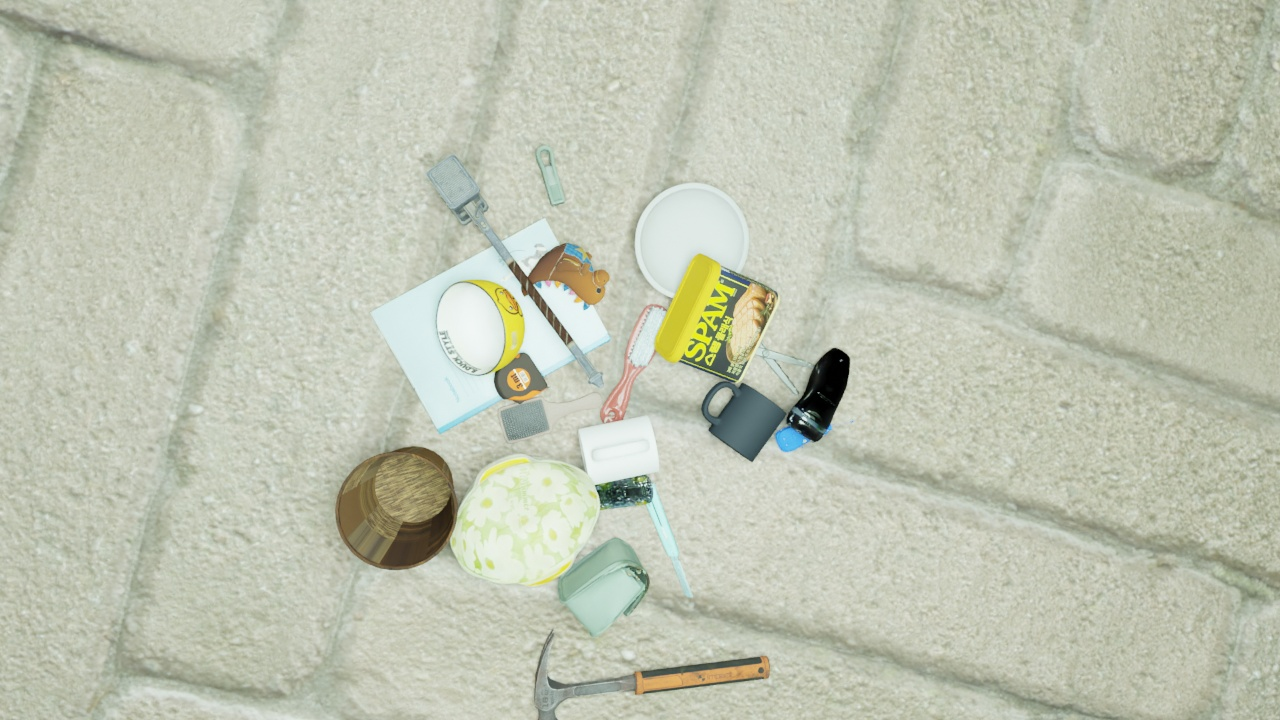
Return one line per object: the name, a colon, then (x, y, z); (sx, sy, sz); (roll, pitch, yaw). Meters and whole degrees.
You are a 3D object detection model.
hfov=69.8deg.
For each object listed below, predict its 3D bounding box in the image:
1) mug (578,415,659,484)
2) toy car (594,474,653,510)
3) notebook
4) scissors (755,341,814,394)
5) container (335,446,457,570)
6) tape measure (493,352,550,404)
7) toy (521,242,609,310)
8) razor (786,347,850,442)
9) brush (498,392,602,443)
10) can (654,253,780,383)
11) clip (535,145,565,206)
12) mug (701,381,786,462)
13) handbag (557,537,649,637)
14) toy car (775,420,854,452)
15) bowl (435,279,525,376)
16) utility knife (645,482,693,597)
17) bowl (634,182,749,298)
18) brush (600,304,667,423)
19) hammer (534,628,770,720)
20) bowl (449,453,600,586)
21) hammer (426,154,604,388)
mug: (-0.027, 0.113, 1.154); (0.090, 0.110, 0.073); (-11, 85, -7)
toy car: (-0.027, 0.172, 1.198); (0.090, 0.027, 0.039); (-7, 96, 7)
notebook: (-0.189, -0.044, 1.177); (0.253, 0.009, 0.181); (-30, 96, -5)
scissors: (0.149, -0.008, 1.220); (0.158, 0.014, 0.141); (-19, 92, -6)
container: (-0.280, 0.163, 1.095); (0.132, 0.167, 0.132); (0, 93, -7)
tape measure: (-0.156, 0.025, 1.162); (0.058, 0.038, 0.058); (-35, 98, -18)
toy: (-0.095, -0.097, 1.164); (0.103, 0.070, 0.090); (-37, 110, 17)
razor: (0.236, 0.044, 1.204); (0.053, 0.064, 0.140); (36, 58, -6)
brush: (-0.115, 0.068, 1.189); (0.135, 0.015, 0.050); (-16, 95, -6)
can: (0.097, -0.050, 1.153); (0.104, 0.075, 0.135); (20, 101, -23)
clip: (-0.115, -0.235, 1.168); (0.023, 0.042, 0.076); (-17, 95, -8)
mug: (0.126, 0.071, 1.187); (0.105, 0.071, 0.077); (37, 88, -21)
handbag: (-0.043, 0.283, 1.155); (0.106, 0.122, 0.067); (-39, 97, -4)
toy car: (0.230, 0.094, 1.210); (0.092, 0.062, 0.033); (-25, 95, -6)
bowl: (-0.187, -0.045, 1.128); (0.117, 0.067, 0.117); (10, 108, 33)
utility knife: (0.038, 0.240, 1.218); (0.022, 0.015, 0.165); (-19, 98, 17)
bowl: (0.062, -0.153, 1.184); (0.149, 0.043, 0.149); (-2, 101, -11)
brush: (-0.007, 0.007, 1.193); (0.041, 0.030, 0.172); (24, 90, -8)
hammer: (0.015, 0.411, 1.214); (0.314, 0.035, 0.138); (-4, 93, -8)
bowl: (-0.149, 0.187, 1.145); (0.188, 0.060, 0.219); (-24, 128, -11)
hammer: (-0.142, -0.098, 1.113); (0.044, 0.098, 0.322); (-36, 88, -5)
